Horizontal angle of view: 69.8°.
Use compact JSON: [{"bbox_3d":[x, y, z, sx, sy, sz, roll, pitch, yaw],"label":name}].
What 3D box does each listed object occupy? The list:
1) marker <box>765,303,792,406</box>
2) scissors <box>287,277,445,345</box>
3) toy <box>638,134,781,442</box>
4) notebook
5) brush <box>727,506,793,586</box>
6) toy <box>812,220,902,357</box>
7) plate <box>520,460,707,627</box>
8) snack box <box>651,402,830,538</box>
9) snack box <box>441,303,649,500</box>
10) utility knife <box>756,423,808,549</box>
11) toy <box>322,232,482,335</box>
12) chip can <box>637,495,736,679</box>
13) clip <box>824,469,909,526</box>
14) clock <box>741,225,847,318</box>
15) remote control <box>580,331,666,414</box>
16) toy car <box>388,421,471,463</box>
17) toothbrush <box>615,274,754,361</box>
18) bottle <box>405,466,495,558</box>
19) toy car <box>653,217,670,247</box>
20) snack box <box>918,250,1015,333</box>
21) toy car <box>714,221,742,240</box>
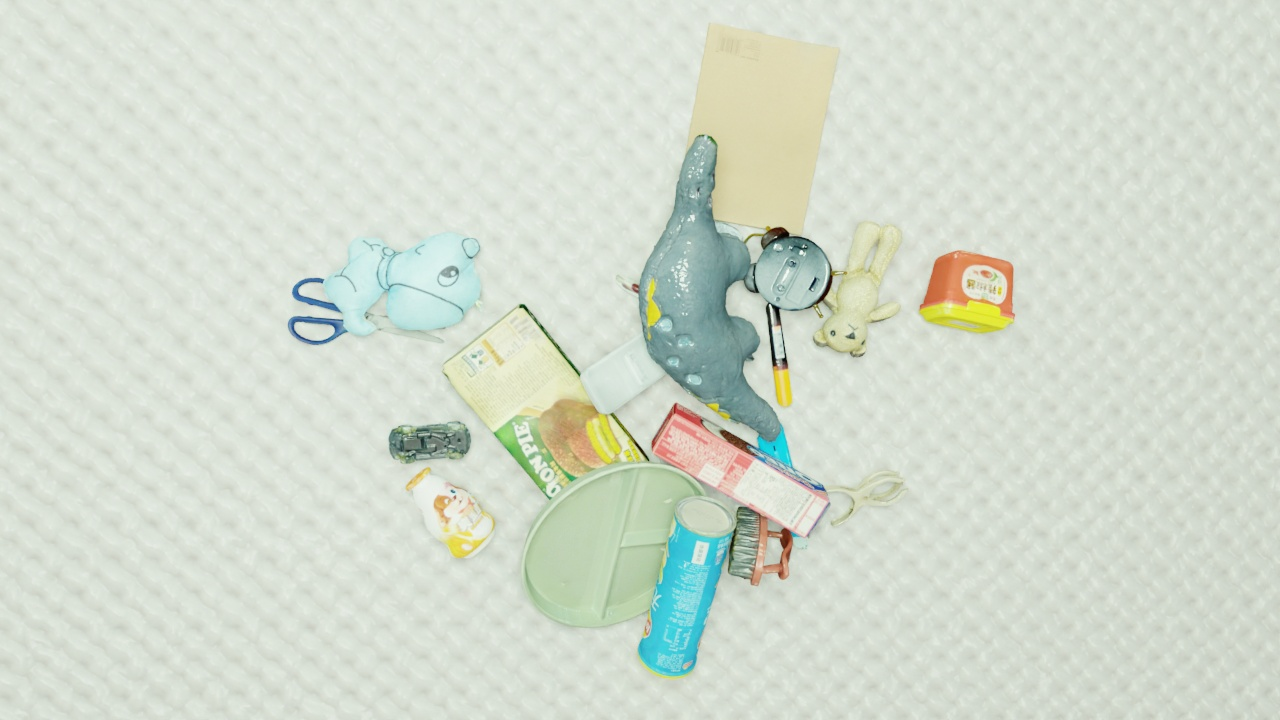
[{"bbox_3d":[0.161,-0.007,1.068,0.018,0.015,0.124,-9,97,-6],"label":"marker"},{"bbox_3d":[-0.302,-0.054,1.015,0.173,0.012,0.126,-17,100,-4],"label":"scissors"},{"bbox_3d":[0.066,-0.057,0.986,0.137,0.091,0.357,-17,111,-10],"label":"toy"},{"bbox_3d":[0.130,-0.257,1.028,0.149,0.012,0.211,9,98,-6],"label":"notebook"},{"bbox_3d":[0.136,0.211,1.032,0.069,0.145,0.063,11,98,6],"label":"brush"},{"bbox_3d":[0.250,-0.081,1.039,0.105,0.066,0.157,16,103,-3],"label":"toy"},{"bbox_3d":[-0.026,0.206,1.031,0.230,0.027,0.231,-11,122,-19],"label":"plate"},{"bbox_3d":[0.114,0.126,1.050,0.207,0.057,0.058,30,102,-3],"label":"snack box"},{"bbox_3d":[-0.102,0.062,1.027,0.114,0.063,0.240,-39,101,1],"label":"snack box"},{"bbox_3d":[0.173,0.153,1.092,0.034,0.018,0.161,-18,101,-3],"label":"utility knife"},{"bbox_3d":[-0.248,-0.082,0.995,0.156,0.050,0.161,35,90,-11],"label":"toy"},{"bbox_3d":[0.051,0.258,1.037,0.071,0.071,0.211,9,116,-7],"label":"chip can"},{"bbox_3d":[0.267,0.159,1.097,0.100,0.034,0.070,-21,101,6],"label":"clip"},{"bbox_3d":[0.163,-0.101,1.026,0.122,0.055,0.082,30,101,19],"label":"clock"},{"bbox_3d":[-0.006,0.006,1.019,0.135,0.020,0.056,-35,102,-31],"label":"remote control"},{"bbox_3d":[-0.236,0.091,1.032,0.090,0.034,0.043,-5,96,-7],"label":"toy car"},{"bbox_3d":[0.052,-0.047,1.048,0.187,0.017,0.016,31,93,-10],"label":"toothbrush"},{"bbox_3d":[-0.215,0.170,1.031,0.063,0.063,0.108,-41,100,1],"label":"bottle"},{"bbox_3d":[0.038,-0.126,1.026,0.042,0.035,0.090,26,104,-9],"label":"toy car"},{"bbox_3d":[0.376,-0.079,1.050,0.091,0.082,0.080,11,84,-8],"label":"snack box"},{"bbox_3d":[0.079,-0.104,1.036,0.049,0.031,0.105,20,97,-8],"label":"toy car"}]
